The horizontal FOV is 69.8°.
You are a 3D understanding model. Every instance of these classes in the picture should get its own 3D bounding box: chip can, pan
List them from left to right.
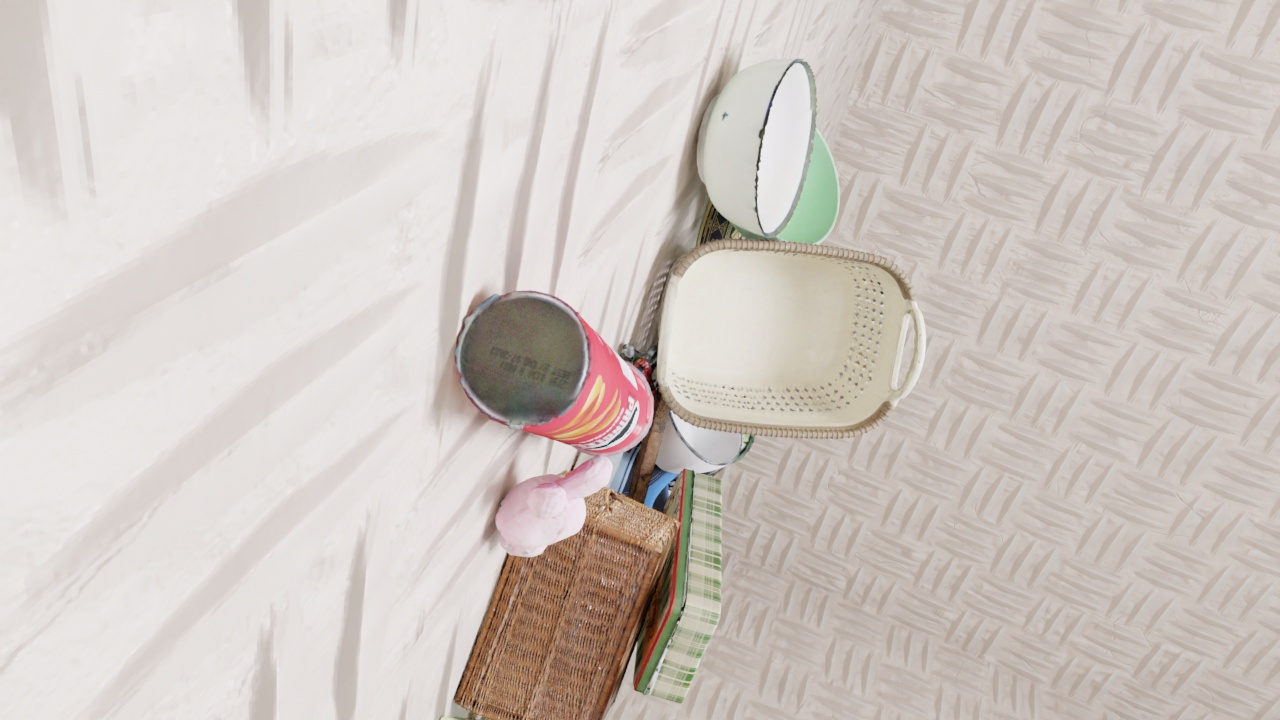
[{"bbox_3d":[-0.041,0.016,0.548,0.233,0.073,0.073,50,62,-79],"label":"chip can"},{"bbox_3d":[-0.019,0.193,0.946,0.207,0.040,0.357,-123,-129,-73],"label":"pan"}]

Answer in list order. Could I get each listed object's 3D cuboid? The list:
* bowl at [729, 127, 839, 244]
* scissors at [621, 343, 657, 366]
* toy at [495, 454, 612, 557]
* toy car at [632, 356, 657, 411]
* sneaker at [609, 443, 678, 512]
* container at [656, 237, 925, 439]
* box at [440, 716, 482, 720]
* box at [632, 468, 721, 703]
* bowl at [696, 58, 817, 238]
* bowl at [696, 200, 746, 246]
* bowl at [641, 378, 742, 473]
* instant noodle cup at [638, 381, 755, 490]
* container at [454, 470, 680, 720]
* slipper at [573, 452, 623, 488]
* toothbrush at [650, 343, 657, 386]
[{"bbox_3d":[0.131,-0.182,0.950,0.077,0.151,0.150,-12,-137,49],"label":"bowl"},{"bbox_3d":[0.003,-0.009,0.902,0.094,0.014,0.171,-55,168,-23],"label":"scissors"},{"bbox_3d":[-0.063,0.099,0.625,0.063,0.047,0.110,-15,161,-37],"label":"toy"},{"bbox_3d":[-0.006,0.032,0.870,0.042,0.036,0.091,-46,158,-19],"label":"toy car"},{"bbox_3d":[-0.008,0.209,1.070,0.083,0.098,0.242,-52,161,-58],"label":"sneaker"},{"bbox_3d":[0.130,-0.028,0.890,0.143,0.246,0.185,-119,-144,-74],"label":"container"},{"bbox_3d":[-0.157,0.370,0.767,0.188,0.044,0.141,87,5,-70],"label":"box"},{"bbox_3d":[0.036,0.198,0.842,0.205,0.050,0.118,-81,-173,-61],"label":"box"},{"bbox_3d":[0.099,-0.190,0.811,0.153,0.073,0.154,-43,140,-51],"label":"bowl"},{"bbox_3d":[0.113,-0.161,1.038,0.112,0.061,0.112,23,89,-80],"label":"bowl"},{"bbox_3d":[0.048,0.072,0.993,0.066,0.116,0.116,-33,-165,37],"label":"bowl"},{"bbox_3d":[0.057,0.090,1.113,0.137,0.137,0.112,-62,178,-35],"label":"instant noodle cup"},{"bbox_3d":[-0.055,0.202,0.759,0.113,0.113,0.198,-12,122,-78],"label":"container"},{"bbox_3d":[-0.057,0.180,0.871,0.114,0.054,0.275,-31,141,-74],"label":"slipper"},{"bbox_3d":[0.024,-0.025,0.989,0.017,0.016,0.189,-27,139,-61],"label":"toothbrush"}]
